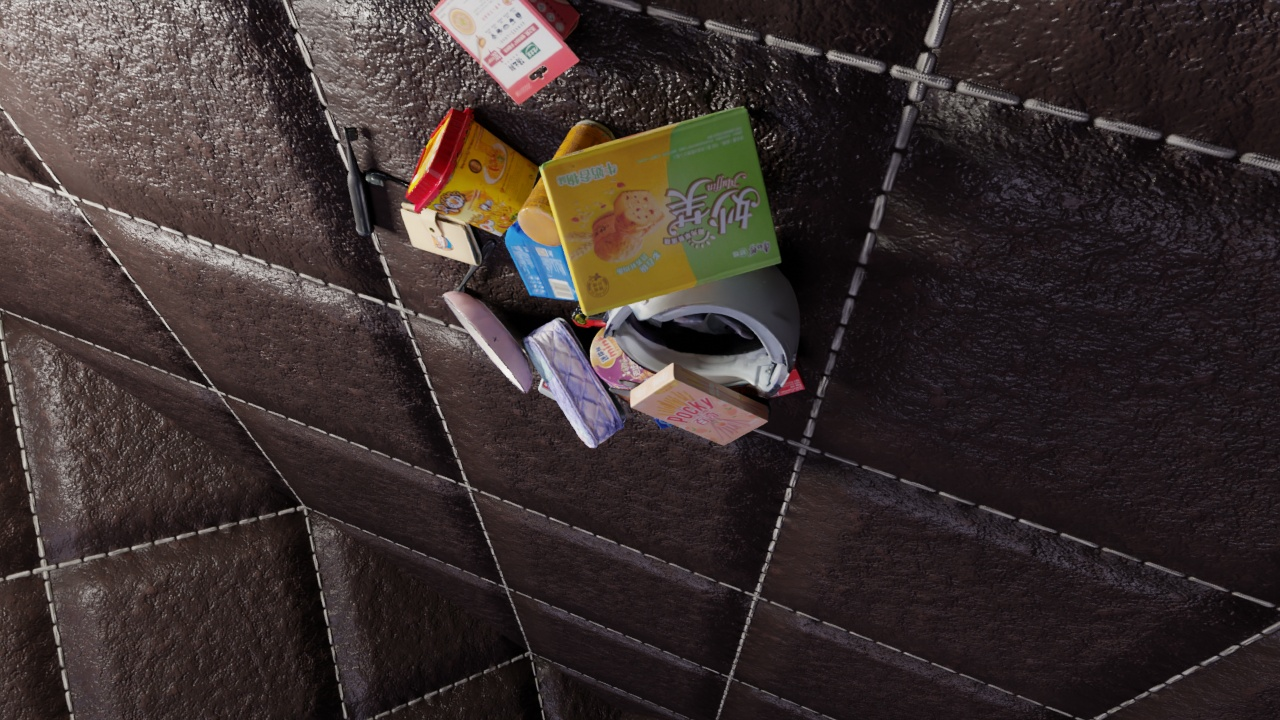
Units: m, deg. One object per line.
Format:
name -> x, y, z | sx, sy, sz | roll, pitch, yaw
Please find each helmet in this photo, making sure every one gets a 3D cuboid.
helmet -> 0.080, -0.063, 1.085 | 0.229, 0.145, 0.259 | 18, 165, -3

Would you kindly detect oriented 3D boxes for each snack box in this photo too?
snack box -> 0.021, -0.149, 0.916 | 0.210, 0.070, 0.158 | -15, 105, 3
snack box -> 0.109, 0.032, 1.218 | 0.208, 0.057, 0.058 | -16, 145, 14
snack box -> -0.128, -0.337, 0.919 | 0.127, 0.044, 0.113 | 43, 145, -25
snack box -> 0.074, 0.057, 1.138 | 0.157, 0.026, 0.085 | 24, 140, -31

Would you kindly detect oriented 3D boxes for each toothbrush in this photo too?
toothbrush -> -0.393, -0.248, 1.275 | 0.027, 0.026, 0.213 | -7, 151, -14
toothbrush -> -0.246, -0.133, 1.353 | 0.015, 0.018, 0.182 | 50, 145, -1
toothbrush -> -0.289, -0.225, 1.242 | 0.189, 0.016, 0.014 | 19, 149, 9

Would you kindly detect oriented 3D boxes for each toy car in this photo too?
toy car -> -0.045, -0.066, 1.273 | 0.106, 0.049, 0.031 | 3, 144, 33

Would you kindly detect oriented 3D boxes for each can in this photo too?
can -> -0.078, -0.194, 1.002 | 0.058, 0.145, 0.058 | 19, 150, 12

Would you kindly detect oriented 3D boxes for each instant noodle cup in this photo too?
instant noodle cup -> -0.008, 0.008, 1.312 | 0.112, 0.111, 0.099 | 15, 156, 17
instant noodle cup -> -0.198, -0.219, 1.101 | 0.123, 0.115, 0.116 | 26, 152, -24

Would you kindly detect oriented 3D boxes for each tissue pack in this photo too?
tissue pack -> -0.117, -0.136, 1.215 | 0.095, 0.052, 0.157 | 9, 146, 22

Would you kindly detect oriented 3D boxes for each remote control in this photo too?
remote control -> -0.134, 0.031, 1.519 | 0.056, 0.020, 0.136 | 26, 150, -3

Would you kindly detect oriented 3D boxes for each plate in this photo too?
plate -> -0.222, -0.034, 1.381 | 0.192, 0.039, 0.192 | 47, 170, 11

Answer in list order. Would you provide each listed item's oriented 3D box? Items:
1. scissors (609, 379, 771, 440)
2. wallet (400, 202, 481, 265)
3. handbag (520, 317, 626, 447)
scissors -> 0.057, 0.069, 1.193 | 0.233, 0.021, 0.163 | 0, 144, -9
wallet -> -0.284, -0.180, 1.296 | 0.115, 0.024, 0.087 | 19, 144, 22
handbag -> -0.096, 0.032, 1.354 | 0.194, 0.075, 0.134 | 59, 167, -6
